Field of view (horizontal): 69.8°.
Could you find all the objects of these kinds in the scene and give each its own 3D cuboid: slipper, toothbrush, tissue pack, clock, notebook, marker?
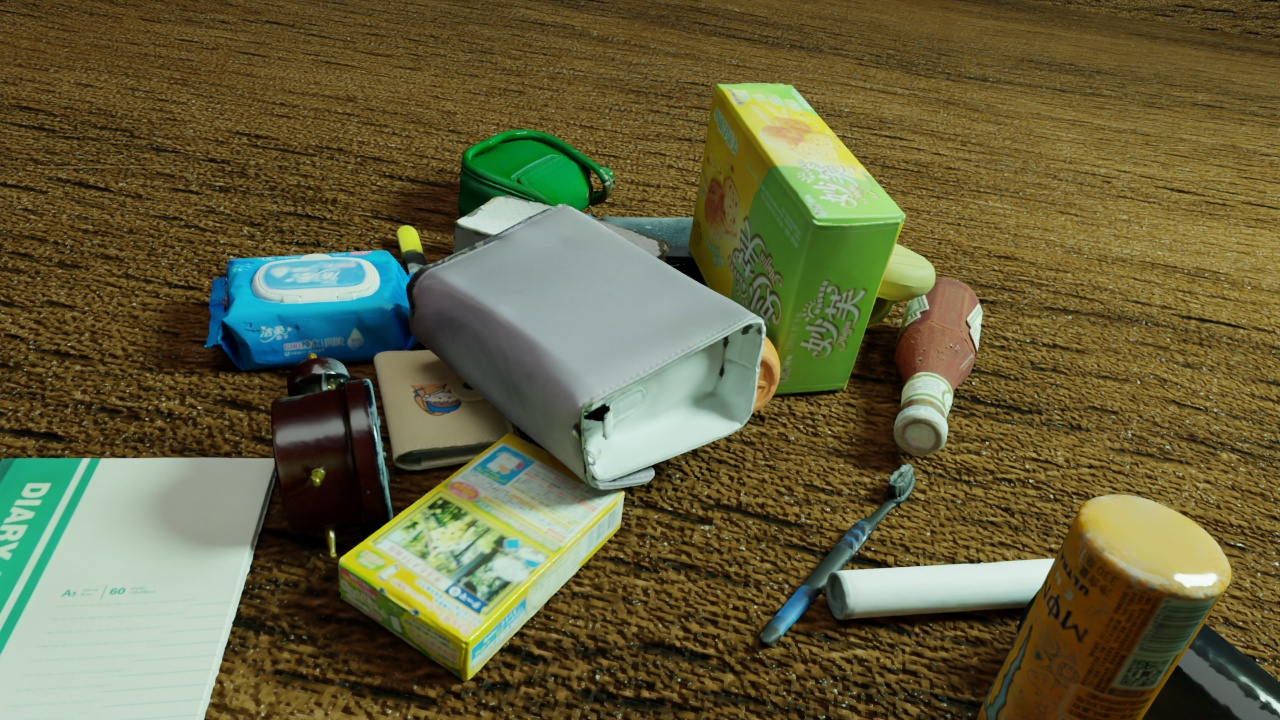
[{"bbox_3d":[0.171,-0.067,0.760,0.091,0.082,0.190,10,14,-13],"label":"slipper"},{"bbox_3d":[0.121,0.109,0.541,0.014,0.016,0.189,21,35,33],"label":"toothbrush"},{"bbox_3d":[-0.228,-0.041,0.664,0.157,0.052,0.095,-5,35,-19],"label":"tissue pack"},{"bbox_3d":[-0.173,0.047,0.514,0.055,0.082,0.122,-10,39,-16],"label":"clock"},{"bbox_3d":[-0.274,0.118,0.448,0.150,0.012,0.208,1,34,-10],"label":"notebook"},{"bbox_3d":[0.213,0.127,0.521,0.221,0.027,0.026,0,75,-12],"label":"toothbrush"},{"bbox_3d":[-0.188,-0.078,0.767,0.018,0.015,0.124,-6,38,-20],"label":"marker"}]

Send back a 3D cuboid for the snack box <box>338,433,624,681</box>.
[{"bbox_3d":[-0.081,0.099,0.498,0.087,0.034,0.140,24,34,23],"label":"snack box"}]

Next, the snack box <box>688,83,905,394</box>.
[{"bbox_3d":[0.106,-0.098,0.706,0.070,0.158,0.209,-4,41,-15],"label":"snack box"}]

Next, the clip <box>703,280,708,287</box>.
[{"bbox_3d":[0.084,-0.065,0.804,0.056,0.014,0.038,18,34,19],"label":"clip"}]

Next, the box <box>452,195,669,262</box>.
[{"bbox_3d":[-0.073,-0.084,0.761,0.184,0.060,0.089,17,33,18],"label":"box"}]

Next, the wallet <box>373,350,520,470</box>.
[{"bbox_3d":[-0.126,0.027,0.609,0.087,0.024,0.115,-3,32,-21],"label":"wallet"}]

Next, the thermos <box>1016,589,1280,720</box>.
[{"bbox_3d":[0.280,0.182,0.398,0.090,0.068,0.242,27,13,-44],"label":"thermos"}]

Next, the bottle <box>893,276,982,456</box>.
[{"bbox_3d":[0.220,0.002,0.689,0.060,0.060,0.205,17,34,13],"label":"bottle"}]

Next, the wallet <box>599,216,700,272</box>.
[{"bbox_3d":[0.027,-0.111,0.855,0.120,0.019,0.097,-1,33,-11],"label":"wallet"}]

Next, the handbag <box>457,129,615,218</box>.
[{"bbox_3d":[-0.101,-0.163,0.865,0.120,0.068,0.131,20,35,16],"label":"handbag"}]

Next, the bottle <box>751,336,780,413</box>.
[{"bbox_3d":[0.045,-0.015,0.680,0.066,0.067,0.149,-7,29,-22],"label":"bottle"}]

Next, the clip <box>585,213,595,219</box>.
[{"bbox_3d":[-0.055,-0.106,0.829,0.027,0.045,0.058,38,41,-2],"label":"clip"}]

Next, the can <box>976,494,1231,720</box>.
[{"bbox_3d":[0.195,0.130,0.401,0.058,0.146,0.058,5,33,-4],"label":"can"}]

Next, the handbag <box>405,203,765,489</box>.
[{"bbox_3d":[-0.040,-0.011,0.584,0.144,0.099,0.197,-20,40,-36],"label":"handbag"}]
